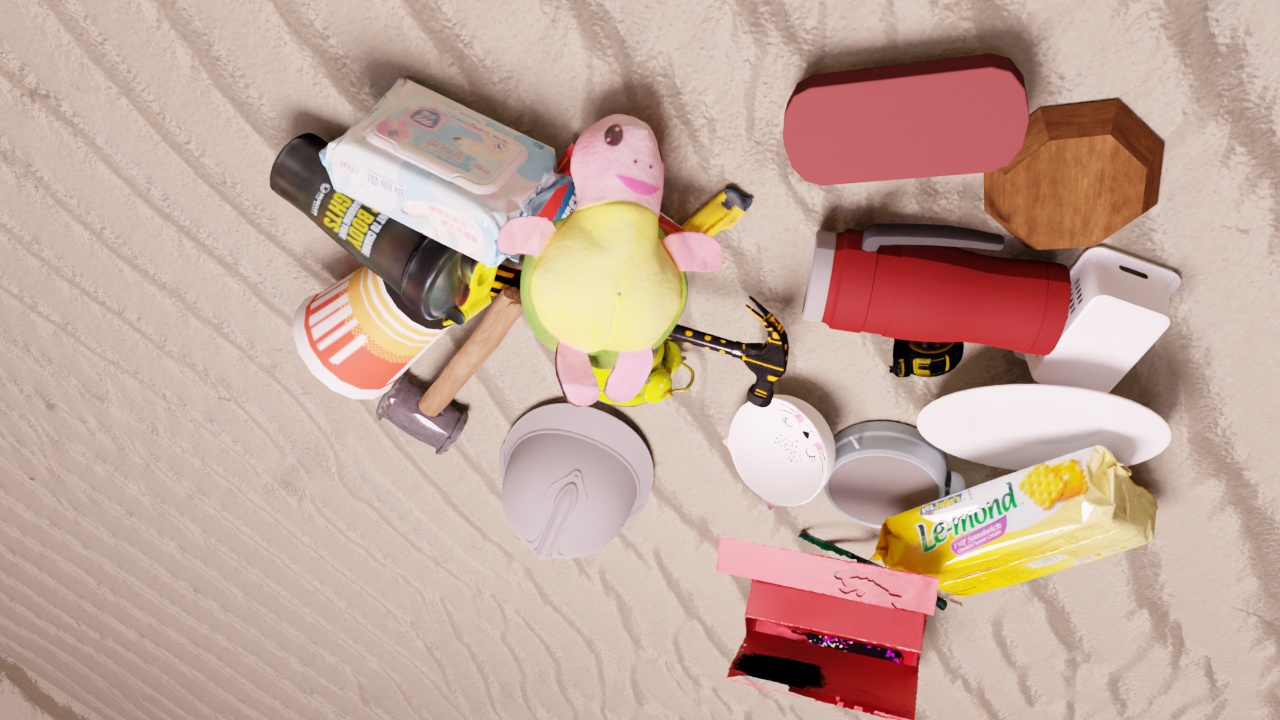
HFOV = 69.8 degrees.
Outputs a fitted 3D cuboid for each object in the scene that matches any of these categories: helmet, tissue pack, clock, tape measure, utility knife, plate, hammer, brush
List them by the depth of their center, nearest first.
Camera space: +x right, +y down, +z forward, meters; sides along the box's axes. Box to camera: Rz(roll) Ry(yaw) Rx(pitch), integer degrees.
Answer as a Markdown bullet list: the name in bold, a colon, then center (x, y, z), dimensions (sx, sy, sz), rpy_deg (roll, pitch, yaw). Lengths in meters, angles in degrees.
- **brush**: center (0.196, -0.182, 0.687), dimensions (0.174, 0.041, 0.082), rpy_deg (-1, 131, 20)
- **plate**: center (0.327, -0.132, 0.699), dimensions (0.131, 0.025, 0.131), rpy_deg (10, 134, 10)
- **tissue pack**: center (-0.157, -0.157, 0.765), dimensions (0.182, 0.111, 0.070), rpy_deg (25, 139, 7)
- **tape measure**: center (0.253, -0.012, 0.810), dimensions (0.061, 0.061, 0.034), rpy_deg (1, 135, 20)
- **plate**: center (0.359, 0.060, 0.830), dimensions (0.208, 0.015, 0.209), rpy_deg (11, 157, 4)
- **hammer**: center (-0.021, -0.044, 0.838), dimensions (0.321, 0.036, 0.123), rpy_deg (17, 142, 13)
- **utility knife**: center (0.019, -0.090, 0.853), dimensions (0.030, 0.019, 0.225), rpy_deg (44, 134, -11)
- **clock**: center (-0.005, 0.005, 0.901), dimensions (0.119, 0.083, 0.057), rpy_deg (19, 129, 4)
- **clock**: center (0.262, 0.126, 0.946), dimensions (0.159, 0.045, 0.123), rpy_deg (30, 135, -9)
- **hammer**: center (-0.188, 0.011, 0.954), dimensions (0.098, 0.052, 0.329), rpy_deg (34, 143, -14)
- **helmet**: center (-0.093, 0.173, 1.058), dimensions (0.183, 0.117, 0.272), rpy_deg (23, 136, -2)

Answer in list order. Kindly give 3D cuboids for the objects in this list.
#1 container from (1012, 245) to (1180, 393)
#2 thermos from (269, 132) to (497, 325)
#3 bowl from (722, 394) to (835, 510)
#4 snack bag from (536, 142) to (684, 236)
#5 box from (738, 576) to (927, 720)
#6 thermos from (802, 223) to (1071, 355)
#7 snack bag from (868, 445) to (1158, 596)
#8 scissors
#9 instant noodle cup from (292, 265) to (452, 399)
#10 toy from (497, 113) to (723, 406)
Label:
- **container**: center (0.379, -0.024, 0.765), dimensions (0.081, 0.049, 0.129), rpy_deg (20, 134, 1)
- **thermos**: center (-0.226, -0.118, 0.824), dimensions (0.221, 0.097, 0.098), rpy_deg (33, 136, 12)
- **bowl**: center (0.150, 0.084, 0.924), dimensions (0.115, 0.050, 0.115), rpy_deg (17, 116, 39)
- **snack bag**: center (-0.034, -0.109, 0.833), dimensions (0.144, 0.039, 0.131), rpy_deg (37, 133, -8)
- **box**: center (0.233, 0.483, 1.179), dimensions (0.214, 0.170, 0.479), rpy_deg (8, 108, 16)
- **thermos**: center (0.239, -0.064, 0.749), dimensions (0.199, 0.083, 0.108), rpy_deg (9, 141, 8)
- **snack bag**: center (0.364, 0.167, 0.888), dimensions (0.248, 0.068, 0.159), rpy_deg (-28, 145, 31)
- **scissors**: center (0.287, 0.247, 1.028), dimensions (0.204, 0.015, 0.202), rpy_deg (35, 169, -39)
- **instant noodle cup**: center (-0.259, -0.043, 0.923), dimensions (0.121, 0.123, 0.123), rpy_deg (-31, 116, 29)
- **toy**: center (-0.027, -0.081, 0.748), dimensions (0.190, 0.088, 0.238), rpy_deg (1, 98, -18)
